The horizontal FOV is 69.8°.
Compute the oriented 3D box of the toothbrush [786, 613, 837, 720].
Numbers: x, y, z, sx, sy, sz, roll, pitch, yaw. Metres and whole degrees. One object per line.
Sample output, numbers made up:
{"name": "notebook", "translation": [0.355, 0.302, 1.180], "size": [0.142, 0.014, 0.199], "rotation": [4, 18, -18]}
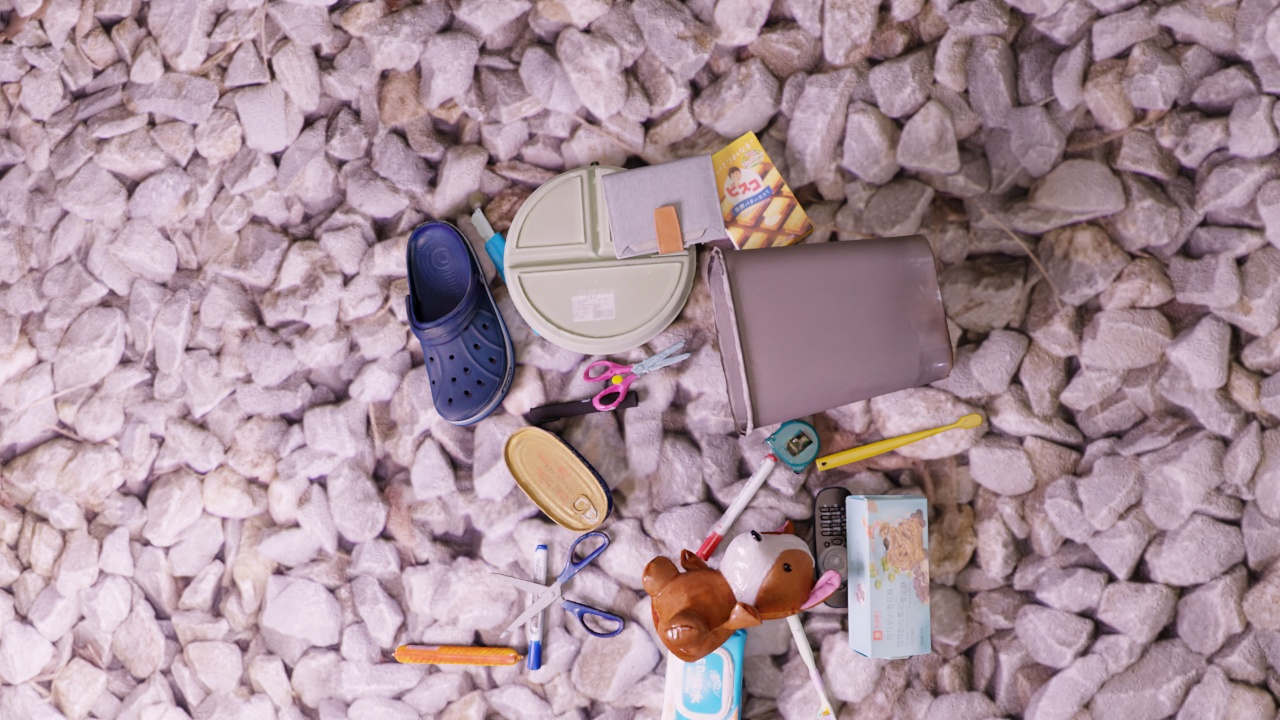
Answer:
{"name": "toothbrush", "translation": [0.182, 0.320, 1.044], "size": [0.020, 0.029, 0.189], "rotation": [-14, 81, -35]}

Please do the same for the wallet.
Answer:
{"name": "wallet", "translation": [0.026, -0.175, 1.053], "size": [0.130, 0.037, 0.106], "rotation": [-11, 85, 4]}

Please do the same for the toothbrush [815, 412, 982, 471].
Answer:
{"name": "toothbrush", "translation": [0.293, 0.093, 1.044], "size": [0.190, 0.016, 0.015], "rotation": [-18, 85, 8]}

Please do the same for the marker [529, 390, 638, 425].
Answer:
{"name": "marker", "translation": [-0.067, 0.057, 1.095], "size": [0.132, 0.020, 0.022], "rotation": [-10, 92, 8]}

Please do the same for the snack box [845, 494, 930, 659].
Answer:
{"name": "snack box", "translation": [0.272, 0.235, 1.009], "size": [0.074, 0.052, 0.174], "rotation": [1, 86, -15]}

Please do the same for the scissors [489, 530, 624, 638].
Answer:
{"name": "scissors", "translation": [-0.090, 0.273, 1.078], "size": [0.162, 0.012, 0.176], "rotation": [40, 85, 0]}

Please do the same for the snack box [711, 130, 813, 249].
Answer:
{"name": "snack box", "translation": [0.130, -0.187, 1.076], "size": [0.087, 0.033, 0.140], "rotation": [-32, 81, 5]}

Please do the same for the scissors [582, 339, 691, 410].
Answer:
{"name": "scissors", "translation": [-0.006, 0.003, 1.091], "size": [0.137, 0.017, 0.076], "rotation": [-32, 57, -5]}

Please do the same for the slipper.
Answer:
{"name": "slipper", "translation": [-0.221, -0.051, 1.089], "size": [0.105, 0.095, 0.252], "rotation": [-15, 81, 9]}

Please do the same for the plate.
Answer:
{"name": "plate", "translation": [-0.049, -0.122, 1.085], "size": [0.230, 0.027, 0.230], "rotation": [0, 85, 3]}

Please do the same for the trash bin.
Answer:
{"name": "trash bin", "translation": [0.195, -0.035, 0.984], "size": [0.220, 0.199, 0.198], "rotation": [-11, 85, 1]}

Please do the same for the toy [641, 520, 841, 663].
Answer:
{"name": "toy", "translation": [0.104, 0.237, 0.986], "size": [0.199, 0.140, 0.131], "rotation": [-14, 127, -13]}

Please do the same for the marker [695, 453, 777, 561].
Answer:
{"name": "marker", "translation": [0.112, 0.170, 1.064], "size": [0.017, 0.017, 0.145], "rotation": [36, 92, 9]}

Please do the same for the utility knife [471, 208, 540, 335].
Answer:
{"name": "utility knife", "translation": [-0.156, -0.109, 1.119], "size": [0.034, 0.018, 0.185], "rotation": [-31, 81, -10]}

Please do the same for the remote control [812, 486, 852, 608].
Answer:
{"name": "remote control", "translation": [0.222, 0.211, 1.042], "size": [0.053, 0.024, 0.136], "rotation": [-2, 87, 2]}

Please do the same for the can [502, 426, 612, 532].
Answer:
{"name": "can", "translation": [-0.096, 0.138, 1.079], "size": [0.148, 0.049, 0.074], "rotation": [43, 93, 8]}

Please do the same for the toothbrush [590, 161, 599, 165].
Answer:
{"name": "toothbrush", "translation": [-0.031, -0.153, 1.107], "size": [0.017, 0.012, 0.185], "rotation": [-14, 84, 1]}

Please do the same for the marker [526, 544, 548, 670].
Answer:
{"name": "marker", "translation": [-0.122, 0.292, 1.090], "size": [0.017, 0.017, 0.145], "rotation": [3, 87, 8]}

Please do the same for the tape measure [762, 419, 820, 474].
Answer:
{"name": "tape measure", "translation": [0.178, 0.095, 1.055], "size": [0.058, 0.025, 0.054], "rotation": [45, 94, 8]}

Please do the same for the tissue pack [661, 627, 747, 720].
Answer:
{"name": "tissue pack", "translation": [0.073, 0.359, 1.034], "size": [0.090, 0.063, 0.140], "rotation": [4, 87, 8]}

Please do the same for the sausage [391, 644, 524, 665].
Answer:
{"name": "sausage", "translation": [-0.219, 0.353, 1.097], "size": [0.165, 0.021, 0.021], "rotation": [-1, 86, 8]}
